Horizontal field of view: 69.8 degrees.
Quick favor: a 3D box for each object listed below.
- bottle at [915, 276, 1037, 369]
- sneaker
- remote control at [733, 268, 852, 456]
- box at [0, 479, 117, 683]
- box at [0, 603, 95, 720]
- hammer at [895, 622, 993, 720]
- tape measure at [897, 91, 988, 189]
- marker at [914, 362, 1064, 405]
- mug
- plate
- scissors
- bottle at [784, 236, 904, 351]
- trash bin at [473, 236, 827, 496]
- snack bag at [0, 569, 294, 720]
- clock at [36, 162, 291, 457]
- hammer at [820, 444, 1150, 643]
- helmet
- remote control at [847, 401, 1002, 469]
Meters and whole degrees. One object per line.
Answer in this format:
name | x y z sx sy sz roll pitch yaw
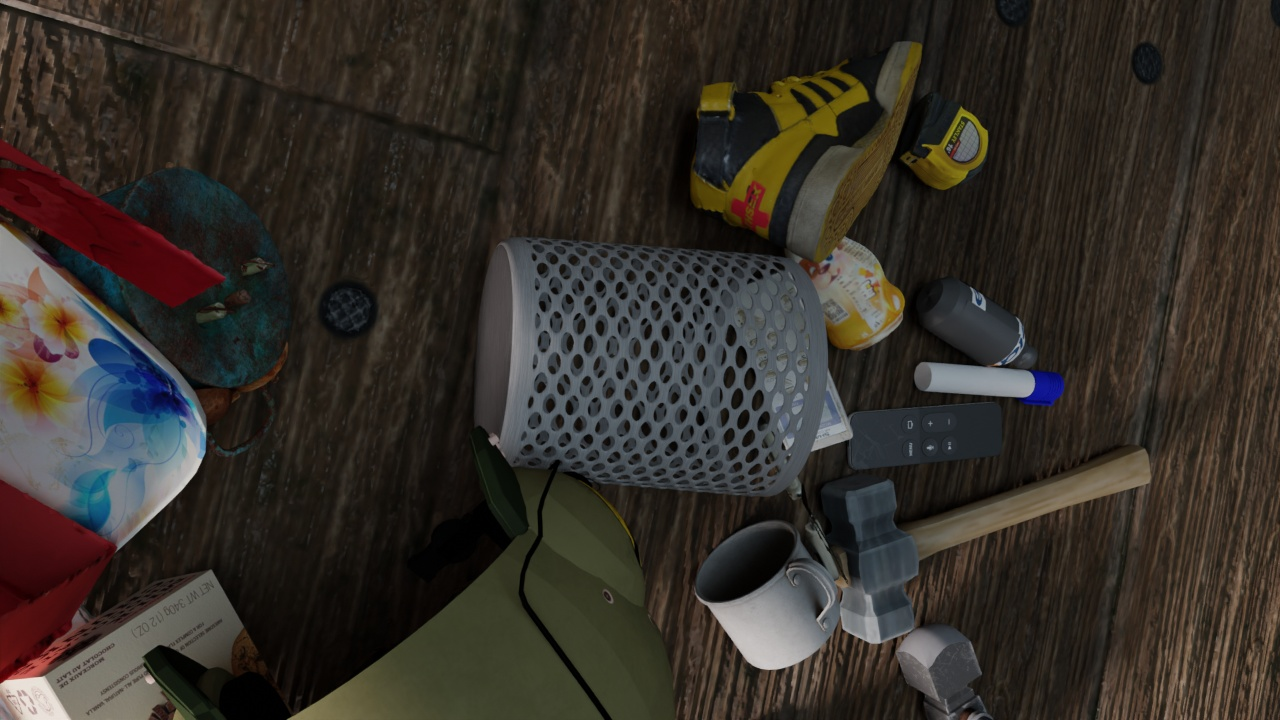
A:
bottle | 0.270 -0.025 0.729 0.112 0.047 0.047 29 82 -19
sneaker | 0.114 -0.165 0.650 0.122 0.086 0.237 22 48 17
remote control | 0.110 0.003 0.675 0.050 0.011 0.136 -20 100 17
box | -0.339 0.056 0.299 0.211 0.379 0.123 33 70 -7
box | -0.351 0.179 0.494 0.122 0.078 0.197 -43 107 -34
hammer | 0.298 0.284 0.602 0.043 0.323 0.156 -25 100 -18
tape measure | 0.236 -0.166 0.716 0.064 0.037 0.065 29 68 -14
marker | 0.285 0.019 0.749 0.133 0.023 0.027 4 112 -20
mug | 0.099 0.164 0.638 0.084 0.113 0.070 -44 108 -31
plate | -0.315 0.014 0.458 0.187 0.016 0.187 -36 106 28
scissors | 0.113 0.105 0.629 0.012 0.170 0.157 -26 128 3
bottle | 0.143 -0.061 0.672 0.063 0.063 0.109 -38 95 -15
trash bin | -0.003 0.003 0.574 0.183 0.156 0.156 5 90 -18
snack bag | -0.246 0.234 0.511 0.094 0.070 0.206 -37 106 -52
clock | -0.240 -0.024 0.497 0.073 0.121 0.158 -15 110 17
hammer | 0.291 0.123 0.744 0.322 0.051 0.117 -12 96 -22
helmet | -0.097 0.180 0.476 0.250 0.256 0.233 -35 97 -14
remote control | 0.230 0.060 0.737 0.146 0.008 0.045 -3 93 -20
